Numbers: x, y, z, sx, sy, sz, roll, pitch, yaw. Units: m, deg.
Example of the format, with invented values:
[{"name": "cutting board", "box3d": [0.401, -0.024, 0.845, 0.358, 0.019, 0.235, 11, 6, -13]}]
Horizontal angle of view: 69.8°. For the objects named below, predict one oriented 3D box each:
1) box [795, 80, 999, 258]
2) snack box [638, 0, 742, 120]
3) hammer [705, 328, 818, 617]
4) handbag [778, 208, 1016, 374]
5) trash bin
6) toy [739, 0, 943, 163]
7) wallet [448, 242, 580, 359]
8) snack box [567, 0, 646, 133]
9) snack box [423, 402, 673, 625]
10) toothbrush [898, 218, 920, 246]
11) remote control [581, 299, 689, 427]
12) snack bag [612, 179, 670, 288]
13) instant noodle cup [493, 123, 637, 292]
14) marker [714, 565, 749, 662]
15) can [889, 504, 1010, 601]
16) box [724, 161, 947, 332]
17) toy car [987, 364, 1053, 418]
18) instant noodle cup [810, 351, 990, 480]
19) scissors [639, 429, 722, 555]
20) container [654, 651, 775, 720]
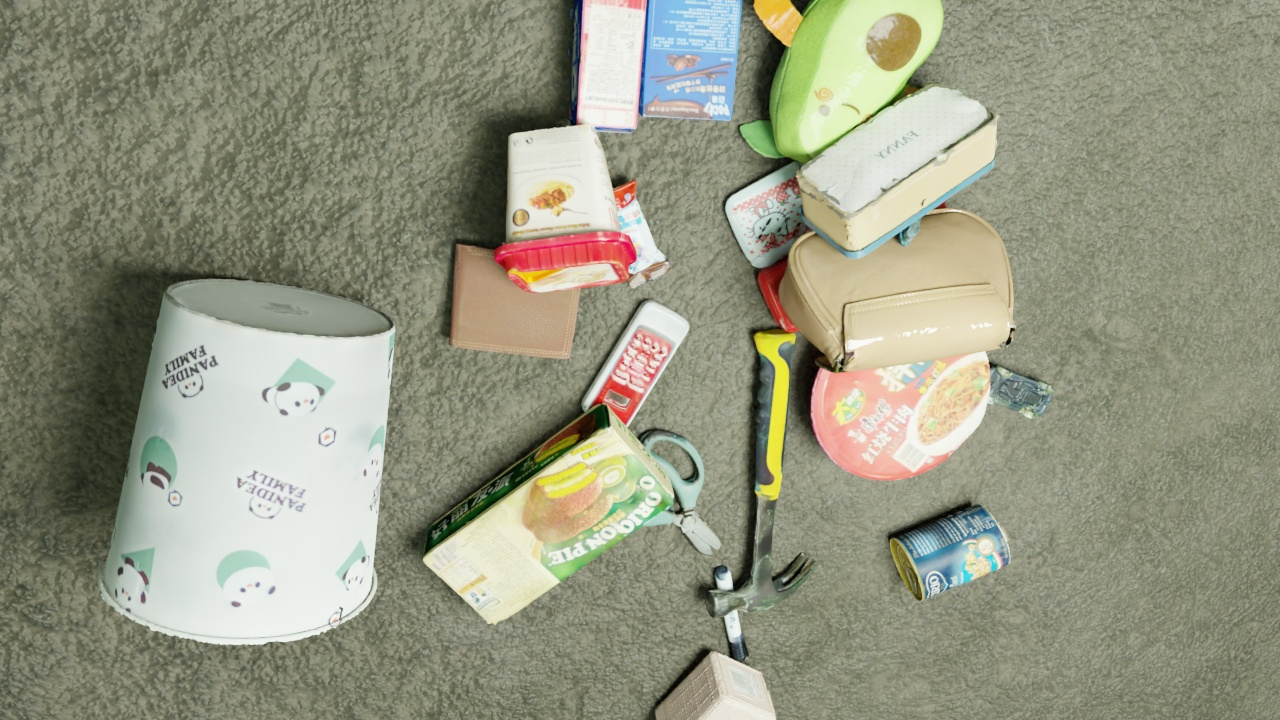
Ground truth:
[{"name": "box", "box3d": [0.220, -0.166, 0.807, 0.184, 0.089, 0.060, -34, 141, -5]}, {"name": "snack box", "box3d": [0.045, -0.297, 0.820, 0.084, 0.026, 0.157, 0, 110, -10]}, {"name": "hammer", "box3d": [0.139, 0.124, 0.986, 0.126, 0.032, 0.324, -5, 108, -21]}, {"name": "handbag", "box3d": [0.236, -0.060, 0.846, 0.204, 0.147, 0.100, -8, 148, -5]}, {"name": "trash bin", "box3d": [-0.324, 0.074, 0.793, 0.229, 0.229, 0.252, 10, 103, -14]}, {"name": "toy", "box3d": [0.196, -0.281, 0.819, 0.227, 0.090, 0.247, 23, 106, -22]}, {"name": "wallet", "box3d": [-0.119, -0.057, 0.879, 0.124, 0.032, 0.101, 6, 106, -13]}, {"name": "snack box", "box3d": [-0.028, -0.304, 0.788, 0.058, 0.057, 0.208, 0, 110, -13]}, {"name": "snack box", "box3d": [-0.094, 0.158, 0.933, 0.240, 0.063, 0.114, -37, 112, 10]}, {"name": "toothbrush", "box3d": [0.266, -0.182, 0.849, 0.016, 0.018, 0.191, 28, 63, -9]}, {"name": "remote control", "box3d": [-0.005, 0.005, 0.927, 0.056, 0.020, 0.136, 28, 103, -18]}, {"name": "snack bag", "box3d": [-0.008, -0.123, 0.876, 0.045, 0.026, 0.105, -24, 114, -2]}, {"name": "instant noodle cup", "box3d": [-0.068, -0.132, 0.804, 0.117, 0.116, 0.124, -7, 83, 4]}, {"name": "marker", "box3d": [0.106, 0.293, 1.057, 0.022, 0.018, 0.131, -17, 113, -13]}, {"name": "can", "box3d": [0.352, 0.217, 1.043, 0.111, 0.075, 0.075, -21, 112, -3]}, {"name": "box", "box3d": [0.200, -0.134, 0.904, 0.201, 0.038, 0.158, -27, 112, 2]}, {"name": "toy car", "box3d": [0.408, 0.032, 1.006, 0.090, 0.034, 0.043, 17, 109, -14]}, {"name": "instant noodle cup", "box3d": [0.262, 0.028, 0.961, 0.193, 0.066, 0.194, -3, 110, -9]}, {"name": "scissors", "box3d": [0.045, 0.145, 0.990, 0.180, 0.019, 0.139, 40, 98, -19]}, {"name": "container", "box3d": [0.088, 0.406, 1.050, 0.090, 0.090, 0.111, 30, 109, -19]}]
